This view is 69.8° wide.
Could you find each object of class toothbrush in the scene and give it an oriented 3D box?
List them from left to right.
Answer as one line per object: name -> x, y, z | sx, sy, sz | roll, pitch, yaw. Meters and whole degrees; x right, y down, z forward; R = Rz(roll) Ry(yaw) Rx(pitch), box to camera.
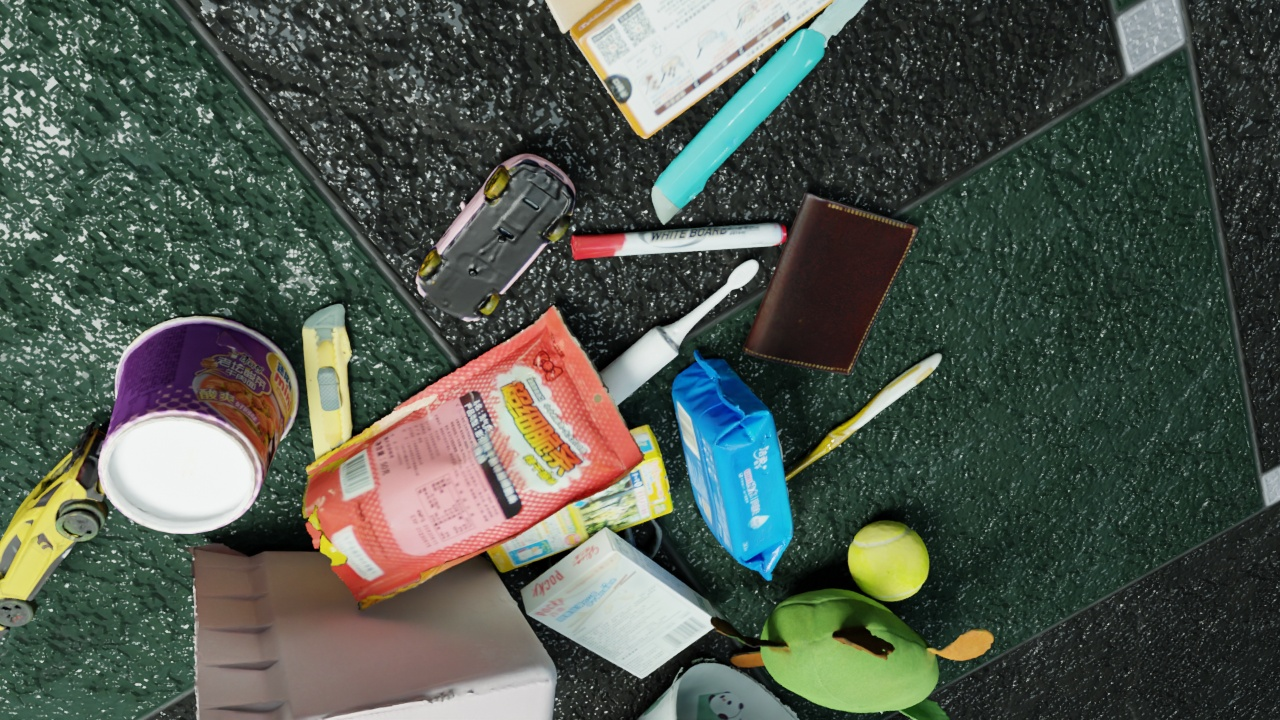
toothbrush -> -0.004, 0.004, 0.641 | 0.221, 0.026, 0.027 | -40, 92, 9
toothbrush -> 0.155, 0.053, 0.715 | 0.191, 0.016, 0.018 | -40, 111, 9

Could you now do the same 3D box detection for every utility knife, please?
utility knife -> -0.206, 0.038, 0.617 | 0.031, 0.018, 0.165 | 0, 122, -8
utility knife -> 0.078, -0.167, 0.576 | 0.029, 0.013, 0.206 | 38, 106, -26

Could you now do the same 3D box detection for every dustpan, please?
dustpan -> -0.162, 0.229, 0.611 | 0.273, 0.222, 0.139 | 3, 105, -25

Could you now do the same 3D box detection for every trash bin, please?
trash bin -> 0.024, 0.421, 0.769 | 0.229, 0.229, 0.252 | 35, 110, -28

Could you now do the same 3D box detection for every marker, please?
marker -> 0.027, -0.080, 0.608 | 0.145, 0.017, 0.017 | -5, 119, -12

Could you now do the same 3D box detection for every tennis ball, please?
tennis ball -> 0.205, 0.165, 0.759 | 0.065, 0.065, 0.066 | -6, 119, -11

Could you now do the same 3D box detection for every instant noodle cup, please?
instant noodle cup -> -0.267, 0.043, 0.553 | 0.111, 0.099, 0.112 | -7, 119, -13

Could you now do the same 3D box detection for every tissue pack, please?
tissue pack -> 0.068, 0.075, 0.659 | 0.052, 0.095, 0.157 | -19, 121, -11

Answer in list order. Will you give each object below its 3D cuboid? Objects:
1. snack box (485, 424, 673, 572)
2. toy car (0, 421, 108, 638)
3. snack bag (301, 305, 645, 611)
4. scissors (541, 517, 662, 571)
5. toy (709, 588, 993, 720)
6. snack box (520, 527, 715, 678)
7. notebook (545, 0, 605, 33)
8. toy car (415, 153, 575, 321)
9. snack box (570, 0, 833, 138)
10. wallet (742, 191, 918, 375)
snack box -> -0.049, 0.101, 0.661 | 0.140, 0.033, 0.087 | -18, 144, -3
toy car -> -0.373, 0.109, 0.577 | 0.041, 0.071, 0.156 | 33, 106, -29
snack bag -> -0.113, 0.066, 0.597 | 0.208, 0.128, 0.073 | -30, 159, 1
scissors -> -0.011, 0.185, 0.747 | 0.174, 0.014, 0.160 | 17, 115, -24
toy -> 0.173, 0.242, 0.759 | 0.227, 0.089, 0.246 | -12, 149, 32
snack box -> -0.012, 0.194, 0.717 | 0.085, 0.027, 0.157 | -38, 131, 9
notebook -> -0.029, -0.303, 0.478 | 0.148, 0.008, 0.208 | -30, 121, 3
toy car -> -0.090, -0.077, 0.570 | 0.056, 0.037, 0.123 | 34, 118, -24
snack box -> 0.042, -0.205, 0.534 | 0.154, 0.026, 0.075 | -35, 129, 6
wallet -> 0.135, -0.051, 0.652 | 0.096, 0.020, 0.122 | 10, 114, -25
